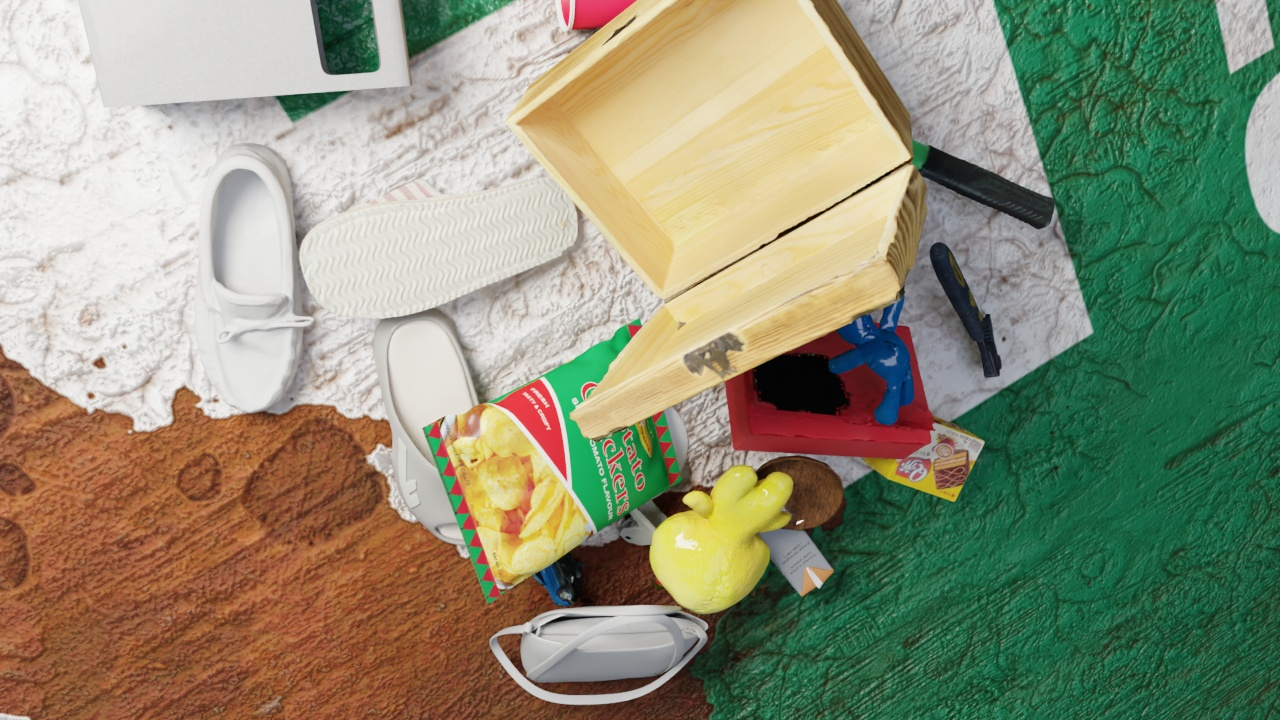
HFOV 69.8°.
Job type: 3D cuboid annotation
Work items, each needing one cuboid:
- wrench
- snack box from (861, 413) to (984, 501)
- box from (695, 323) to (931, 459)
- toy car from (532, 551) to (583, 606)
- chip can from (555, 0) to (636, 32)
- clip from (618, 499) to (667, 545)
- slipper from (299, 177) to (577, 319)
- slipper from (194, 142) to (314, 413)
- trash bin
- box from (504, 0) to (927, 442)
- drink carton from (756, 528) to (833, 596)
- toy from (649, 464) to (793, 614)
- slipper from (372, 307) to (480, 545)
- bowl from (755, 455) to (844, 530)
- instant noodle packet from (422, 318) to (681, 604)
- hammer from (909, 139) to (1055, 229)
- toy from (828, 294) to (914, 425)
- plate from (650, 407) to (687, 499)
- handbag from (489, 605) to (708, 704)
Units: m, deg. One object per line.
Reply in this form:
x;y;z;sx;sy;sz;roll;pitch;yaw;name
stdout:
0.359;-0.052;1.004;0.273;0.022;0.073;38;50;-50;wrench
0.332;0.106;1.082;0.105;0.061;0.084;20;101;-21;snack box
0.181;0.037;1.004;0.213;0.164;0.154;5;150;-18;box
-0.099;0.211;0.997;0.044;0.056;0.120;-18;107;13;toy car
0.035;-0.344;0.847;0.220;0.069;0.069;-8;109;-14;chip can
0.008;0.187;1.025;0.052;0.058;0.102;-48;122;-15;clip
-0.187;-0.115;0.867;0.262;0.052;0.115;-18;109;-22;slipper
-0.351;-0.068;0.828;0.112;0.074;0.247;7;107;-2;slipper
-0.311;-0.275;0.743;0.228;0.114;0.114;-9;109;-14;trash bin
0.060;-0.122;0.738;0.280;0.333;0.286;-29;119;30;box
0.162;0.204;1.059;0.048;0.076;0.125;-38;109;-2;drink carton
0.085;0.191;0.968;0.133;0.092;0.208;17;114;-17;toy
-0.194;0.079;0.910;0.112;0.080;0.266;-15;111;-15;slipper
0.163;0.135;0.980;0.102;0.026;0.114;8;131;1;bowl
-0.074;0.096;0.910;0.252;0.090;0.196;-28;115;-30;instant noodle packet
0.288;-0.208;0.941;0.318;0.032;0.130;20;74;-13;hammer
0.210;-0.017;0.880;0.112;0.071;0.176;-37;96;-29;toy
-0.010;0.102;1.008;0.134;0.011;0.135;-5;108;-15;plate
-0.039;0.294;0.956;0.215;0.223;0.095;3;63;-16;handbag
